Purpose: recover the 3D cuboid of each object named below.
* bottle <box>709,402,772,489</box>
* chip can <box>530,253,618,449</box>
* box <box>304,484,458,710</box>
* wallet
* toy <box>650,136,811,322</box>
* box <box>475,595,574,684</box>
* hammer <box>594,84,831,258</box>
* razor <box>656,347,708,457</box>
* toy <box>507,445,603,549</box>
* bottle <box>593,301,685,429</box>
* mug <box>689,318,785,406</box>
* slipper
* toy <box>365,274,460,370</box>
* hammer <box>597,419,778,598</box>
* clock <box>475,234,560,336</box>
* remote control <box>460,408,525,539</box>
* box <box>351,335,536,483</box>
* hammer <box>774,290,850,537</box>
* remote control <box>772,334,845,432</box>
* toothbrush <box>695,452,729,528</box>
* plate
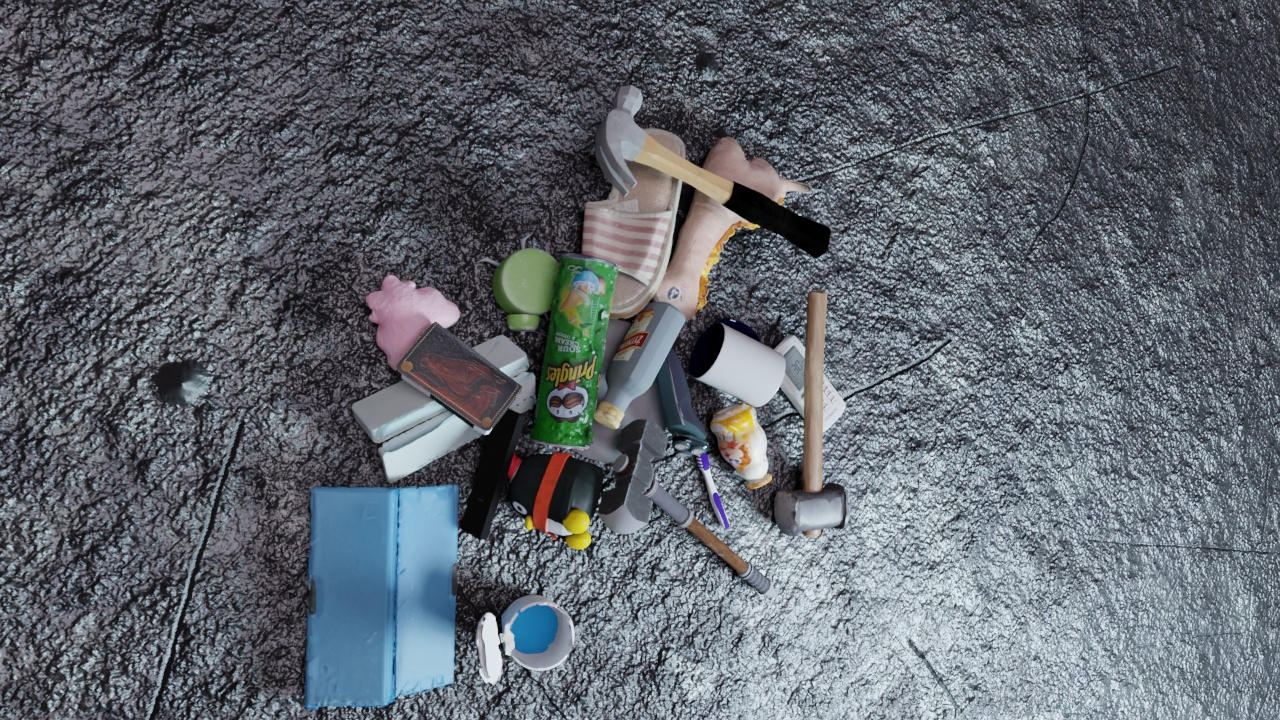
[{"bbox_3d":[0.134,0.111,1.190,0.063,0.063,0.108,-25,95,-25],"label":"bottle"},{"bbox_3d":[-0.076,-0.011,1.067,0.075,0.075,0.223,9,91,-24],"label":"chip can"},{"bbox_3d":[-0.272,0.249,0.989,0.172,0.066,0.231,1,87,-27],"label":"box"},{"bbox_3d":[-0.197,0.020,1.002,0.123,0.019,0.072,36,67,-1],"label":"wallet"},{"bbox_3d":[0.112,-0.160,1.207,0.196,0.065,0.264,21,78,-17],"label":"toy"},{"bbox_3d":[-0.130,0.304,1.003,0.118,0.160,0.084,1,79,-14],"label":"box"},{"bbox_3d":[0.096,-0.215,1.140,0.328,0.039,0.131,24,61,-18],"label":"hammer"},{"bbox_3d":[0.047,0.052,1.154,0.052,0.047,0.143,-10,84,-53],"label":"razor"},{"bbox_3d":[-0.105,0.152,1.062,0.119,0.098,0.099,15,61,7],"label":"toy"},{"bbox_3d":[-0.007,0.007,1.115,0.046,0.072,0.161,36,72,-23],"label":"bottle"},{"bbox_3d":[0.127,-0.007,1.198,0.097,0.079,0.111,25,47,-21],"label":"mug"},{"bbox_3d":[-0.011,-0.179,1.140,0.115,0.052,0.262,15,74,7],"label":"slipper"},{"bbox_3d":[-0.264,-0.048,1.029,0.093,0.050,0.102,45,72,-18],"label":"toy"},{"bbox_3d":[0.079,0.218,1.148,0.322,0.043,0.155,44,42,-28],"label":"hammer"},{"bbox_3d":[-0.131,-0.085,1.099,0.094,0.043,0.119,-33,100,-23],"label":"clock"},{"bbox_3d":[-0.168,0.128,1.044,0.013,0.034,0.150,13,96,-55],"label":"remote control"},{"bbox_3d":[-0.212,0.061,1.046,0.198,0.086,0.096,-28,127,-23],"label":"box"},{"bbox_3d":[0.230,0.072,1.220,0.098,0.052,0.328,-3,95,-25],"label":"hammer"},{"bbox_3d":[0.225,0.033,1.261,0.060,0.025,0.138,-43,103,-22],"label":"remote control"},{"bbox_3d":[0.081,0.132,1.191,0.016,0.015,0.186,-20,94,-24],"label":"toothbrush"},{"bbox_3d":[-0.038,0.037,1.146,0.178,0.012,0.178,3,84,-25],"label":"plate"}]
